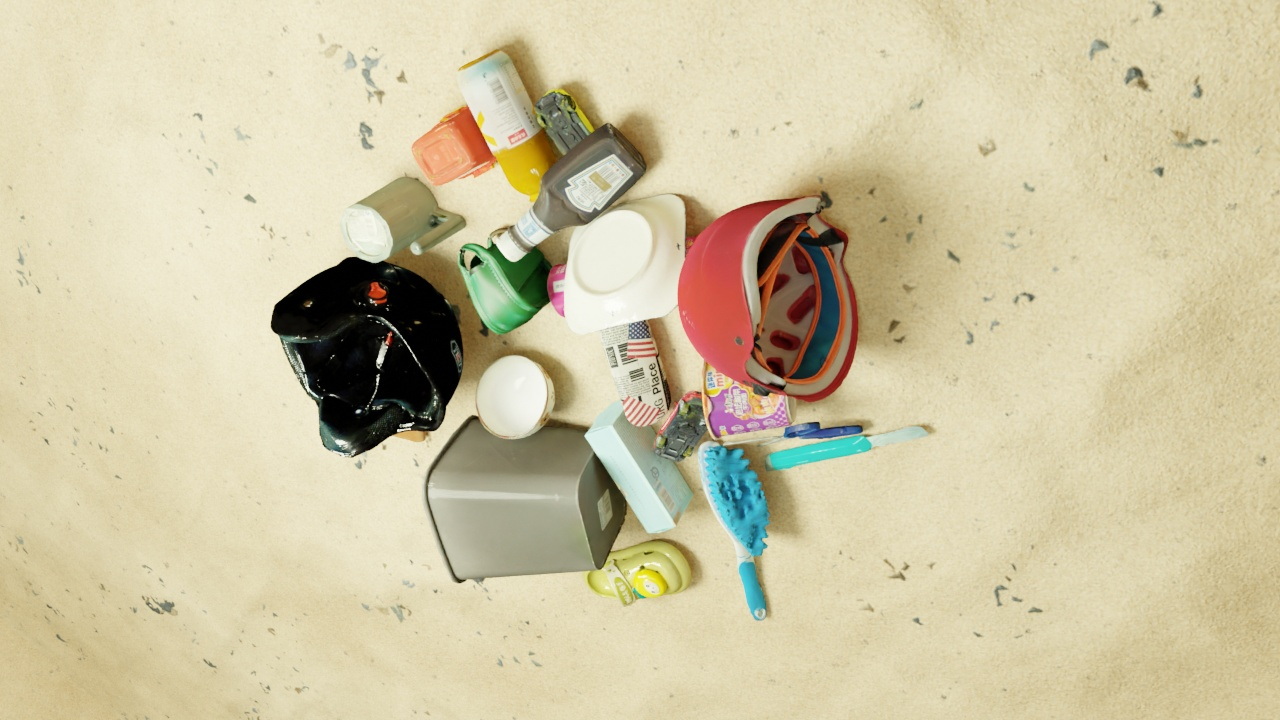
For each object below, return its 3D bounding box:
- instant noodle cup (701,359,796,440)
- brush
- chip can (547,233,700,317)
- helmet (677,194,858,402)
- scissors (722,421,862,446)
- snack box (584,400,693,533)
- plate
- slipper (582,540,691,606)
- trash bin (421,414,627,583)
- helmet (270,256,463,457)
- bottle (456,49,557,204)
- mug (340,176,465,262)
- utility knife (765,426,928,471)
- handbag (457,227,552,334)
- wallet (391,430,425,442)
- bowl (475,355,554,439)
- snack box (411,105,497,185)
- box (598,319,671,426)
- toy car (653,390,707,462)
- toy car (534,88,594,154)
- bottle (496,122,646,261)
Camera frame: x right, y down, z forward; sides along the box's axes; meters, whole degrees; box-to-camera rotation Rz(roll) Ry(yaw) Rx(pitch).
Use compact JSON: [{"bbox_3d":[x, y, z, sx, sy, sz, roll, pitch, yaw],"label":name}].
[{"bbox_3d":[0.134,0.040,1.105,0.099,0.111,0.112,-3,117,17],"label":"instant noodle cup"},{"bbox_3d":[0.141,0.243,1.240,0.109,0.060,0.314,24,137,67],"label":"brush"},{"bbox_3d":[-0.008,-0.100,1.107,0.211,0.071,0.071,-8,114,29],"label":"chip can"},{"bbox_3d":[0.131,-0.064,0.992,0.144,0.206,0.240,9,155,38],"label":"helmet"},{"bbox_3d":[0.188,0.091,1.118,0.176,0.162,0.012,-5,78,2],"label":"scissors"},{"bbox_3d":[0.000,0.143,1.242,0.052,0.074,0.175,-22,107,33],"label":"snack box"},{"bbox_3d":[-0.026,-0.118,1.058,0.165,0.163,0.034,-13,153,28],"label":"plate"},{"bbox_3d":[-0.014,0.329,1.357,0.191,0.081,0.091,-16,113,34],"label":"slipper"},{"bbox_3d":[-0.151,0.194,1.281,0.220,0.198,0.199,-1,119,18],"label":"trash bin"},{"bbox_3d":[-0.349,-0.018,1.216,0.275,0.229,0.234,15,138,18],"label":"helmet"},{"bbox_3d":[-0.146,-0.264,1.076,0.068,0.067,0.189,-12,115,30],"label":"bottle"},{"bbox_3d":[-0.305,-0.176,1.181,0.124,0.103,0.084,19,124,15],"label":"mug"},{"bbox_3d":[0.250,0.110,1.144,0.222,0.013,0.029,-16,110,34],"label":"utility knife"},{"bbox_3d":[-0.166,-0.103,1.143,0.068,0.131,0.120,-33,97,26],"label":"handbag"},{"bbox_3d":[-0.389,0.057,1.404,0.119,0.035,0.131,7,120,15],"label":"wallet"},{"bbox_3d":[-0.164,0.053,1.263,0.114,0.062,0.113,-4,80,22],"label":"bowl"},{"bbox_3d":[-0.221,-0.256,1.108,0.091,0.079,0.082,-20,109,32],"label":"snack box"},{"bbox_3d":[-0.005,0.010,1.164,0.075,0.081,0.163,-8,113,18],"label":"box"},{"bbox_3d":[0.058,0.082,1.194,0.053,0.045,0.121,20,133,-16],"label":"toy car"},{"bbox_3d":[-0.078,-0.267,1.066,0.048,0.032,0.105,-21,119,31],"label":"toy car"},{"bbox_3d":[-0.086,-0.186,1.063,0.195,0.044,0.080,-37,130,18],"label":"bottle"}]
